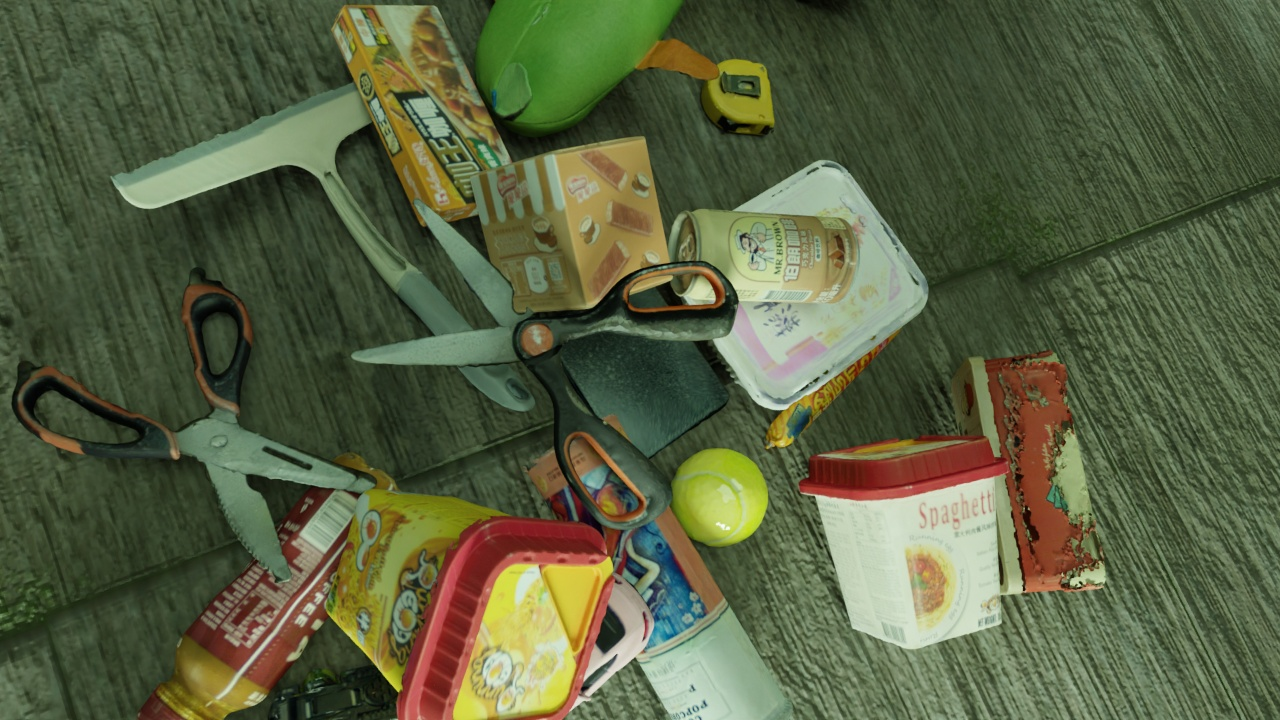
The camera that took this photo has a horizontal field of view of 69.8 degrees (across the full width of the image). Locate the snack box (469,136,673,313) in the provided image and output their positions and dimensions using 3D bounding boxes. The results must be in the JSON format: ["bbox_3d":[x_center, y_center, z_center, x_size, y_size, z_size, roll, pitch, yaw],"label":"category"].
[{"bbox_3d":[-0.044,-0.086,0.592,0.076,0.093,0.094,-22,104,-39],"label":"snack box"}]

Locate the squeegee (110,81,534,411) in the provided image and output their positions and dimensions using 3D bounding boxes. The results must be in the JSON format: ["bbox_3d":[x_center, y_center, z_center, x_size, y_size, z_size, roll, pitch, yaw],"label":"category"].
[{"bbox_3d":[-0.155,-0.060,0.604,0.246,0.039,0.245,52,48,-5],"label":"squeegee"}]

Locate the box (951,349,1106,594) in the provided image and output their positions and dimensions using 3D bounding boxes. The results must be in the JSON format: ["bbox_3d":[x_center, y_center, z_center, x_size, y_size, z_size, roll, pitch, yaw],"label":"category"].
[{"bbox_3d":[0.283,0.081,0.660,0.080,0.091,0.168,-7,75,7],"label":"box"}]

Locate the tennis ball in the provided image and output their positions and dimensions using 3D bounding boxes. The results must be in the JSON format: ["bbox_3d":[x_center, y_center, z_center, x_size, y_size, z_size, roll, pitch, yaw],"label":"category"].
[{"bbox_3d":[0.052,0.091,0.609,0.065,0.066,0.065,5,73,-16],"label":"tennis ball"}]

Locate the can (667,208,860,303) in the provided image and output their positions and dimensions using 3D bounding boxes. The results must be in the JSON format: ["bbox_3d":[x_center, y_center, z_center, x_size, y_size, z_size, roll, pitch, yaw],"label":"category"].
[{"bbox_3d":[0.081,-0.068,0.604,0.116,0.059,0.058,1,74,-17],"label":"can"}]

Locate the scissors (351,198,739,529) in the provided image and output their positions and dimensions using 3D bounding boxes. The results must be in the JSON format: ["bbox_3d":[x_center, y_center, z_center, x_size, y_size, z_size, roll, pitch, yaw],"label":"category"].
[{"bbox_3d":[-0.040,-0.002,0.526,0.220,0.022,0.234,-25,98,-17],"label":"scissors"}]

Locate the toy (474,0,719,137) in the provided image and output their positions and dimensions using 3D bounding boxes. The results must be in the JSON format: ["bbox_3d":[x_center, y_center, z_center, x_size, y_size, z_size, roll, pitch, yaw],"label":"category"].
[{"bbox_3d":[-0.034,-0.259,0.666,0.227,0.090,0.246,31,76,24],"label":"toy"}]

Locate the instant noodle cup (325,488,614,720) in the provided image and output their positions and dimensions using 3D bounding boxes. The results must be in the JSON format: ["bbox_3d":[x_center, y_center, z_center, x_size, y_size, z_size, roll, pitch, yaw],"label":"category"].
[{"bbox_3d":[-0.098,0.127,0.496,0.116,0.124,0.116,17,90,-52],"label":"instant noodle cup"}]

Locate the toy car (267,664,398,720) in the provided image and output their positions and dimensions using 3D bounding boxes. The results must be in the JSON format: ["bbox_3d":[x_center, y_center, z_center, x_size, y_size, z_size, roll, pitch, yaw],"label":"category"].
[{"bbox_3d":[-0.146,0.199,0.523,0.120,0.053,0.045,-10,119,-17],"label":"toy car"}]

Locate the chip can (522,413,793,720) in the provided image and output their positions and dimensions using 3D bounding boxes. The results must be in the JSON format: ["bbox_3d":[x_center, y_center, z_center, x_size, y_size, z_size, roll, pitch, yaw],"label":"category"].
[{"bbox_3d":[0.010,0.141,0.578,0.071,0.071,0.214,-28,84,-23],"label":"chip can"}]

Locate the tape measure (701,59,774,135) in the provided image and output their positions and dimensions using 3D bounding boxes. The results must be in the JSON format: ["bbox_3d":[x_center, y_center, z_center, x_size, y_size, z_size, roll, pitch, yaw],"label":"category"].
[{"bbox_3d":[0.078,-0.211,0.726,0.057,0.029,0.060,0,74,-17],"label":"tape measure"}]

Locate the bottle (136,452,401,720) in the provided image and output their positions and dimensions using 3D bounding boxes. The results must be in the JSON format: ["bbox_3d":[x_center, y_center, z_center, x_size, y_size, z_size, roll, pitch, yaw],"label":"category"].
[{"bbox_3d":[-0.204,0.135,0.519,0.057,0.058,0.174,38,67,-4],"label":"bottle"}]

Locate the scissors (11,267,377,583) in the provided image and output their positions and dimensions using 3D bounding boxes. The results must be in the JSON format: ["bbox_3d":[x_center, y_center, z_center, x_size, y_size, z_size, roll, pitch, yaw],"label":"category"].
[{"bbox_3d":[-0.258,0.035,0.528,0.189,0.015,0.227,-13,61,-13],"label":"scissors"}]

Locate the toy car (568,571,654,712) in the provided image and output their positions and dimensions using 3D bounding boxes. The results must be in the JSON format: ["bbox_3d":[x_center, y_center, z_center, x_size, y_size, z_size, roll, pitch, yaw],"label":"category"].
[{"bbox_3d":[-0.045,0.176,0.541,0.122,0.037,0.056,-44,76,10],"label":"toy car"}]

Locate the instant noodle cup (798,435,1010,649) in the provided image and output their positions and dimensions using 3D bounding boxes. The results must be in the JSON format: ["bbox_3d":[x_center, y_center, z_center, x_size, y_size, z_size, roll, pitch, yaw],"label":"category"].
[{"bbox_3d":[0.183,0.119,0.624,0.116,0.117,0.124,-8,89,-20],"label":"instant noodle cup"}]

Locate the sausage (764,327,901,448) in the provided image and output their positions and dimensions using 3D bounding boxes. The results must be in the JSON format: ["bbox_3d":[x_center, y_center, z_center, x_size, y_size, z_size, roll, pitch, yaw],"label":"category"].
[{"bbox_3d":[0.146,0.012,0.686,0.164,0.021,0.021,-42,90,-23],"label":"sausage"}]

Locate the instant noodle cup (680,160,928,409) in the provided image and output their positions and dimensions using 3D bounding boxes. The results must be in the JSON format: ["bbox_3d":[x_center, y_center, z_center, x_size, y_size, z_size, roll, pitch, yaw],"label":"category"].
[{"bbox_3d":[0.109,-0.051,0.673,0.173,0.060,0.138,-33,86,-22],"label":"instant noodle cup"}]

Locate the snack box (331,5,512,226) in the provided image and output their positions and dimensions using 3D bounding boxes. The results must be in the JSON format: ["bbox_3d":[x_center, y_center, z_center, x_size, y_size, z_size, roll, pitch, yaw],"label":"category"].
[{"bbox_3d":[-0.143,-0.168,0.621,0.075,0.026,0.153,-21,83,-42],"label":"snack box"}]

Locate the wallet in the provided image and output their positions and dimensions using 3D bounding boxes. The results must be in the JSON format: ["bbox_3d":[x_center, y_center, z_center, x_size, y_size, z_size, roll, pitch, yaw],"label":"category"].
[{"bbox_3d":[-0.004,0.004,0.644,0.097,0.019,0.121,-33,88,-24],"label":"wallet"}]
